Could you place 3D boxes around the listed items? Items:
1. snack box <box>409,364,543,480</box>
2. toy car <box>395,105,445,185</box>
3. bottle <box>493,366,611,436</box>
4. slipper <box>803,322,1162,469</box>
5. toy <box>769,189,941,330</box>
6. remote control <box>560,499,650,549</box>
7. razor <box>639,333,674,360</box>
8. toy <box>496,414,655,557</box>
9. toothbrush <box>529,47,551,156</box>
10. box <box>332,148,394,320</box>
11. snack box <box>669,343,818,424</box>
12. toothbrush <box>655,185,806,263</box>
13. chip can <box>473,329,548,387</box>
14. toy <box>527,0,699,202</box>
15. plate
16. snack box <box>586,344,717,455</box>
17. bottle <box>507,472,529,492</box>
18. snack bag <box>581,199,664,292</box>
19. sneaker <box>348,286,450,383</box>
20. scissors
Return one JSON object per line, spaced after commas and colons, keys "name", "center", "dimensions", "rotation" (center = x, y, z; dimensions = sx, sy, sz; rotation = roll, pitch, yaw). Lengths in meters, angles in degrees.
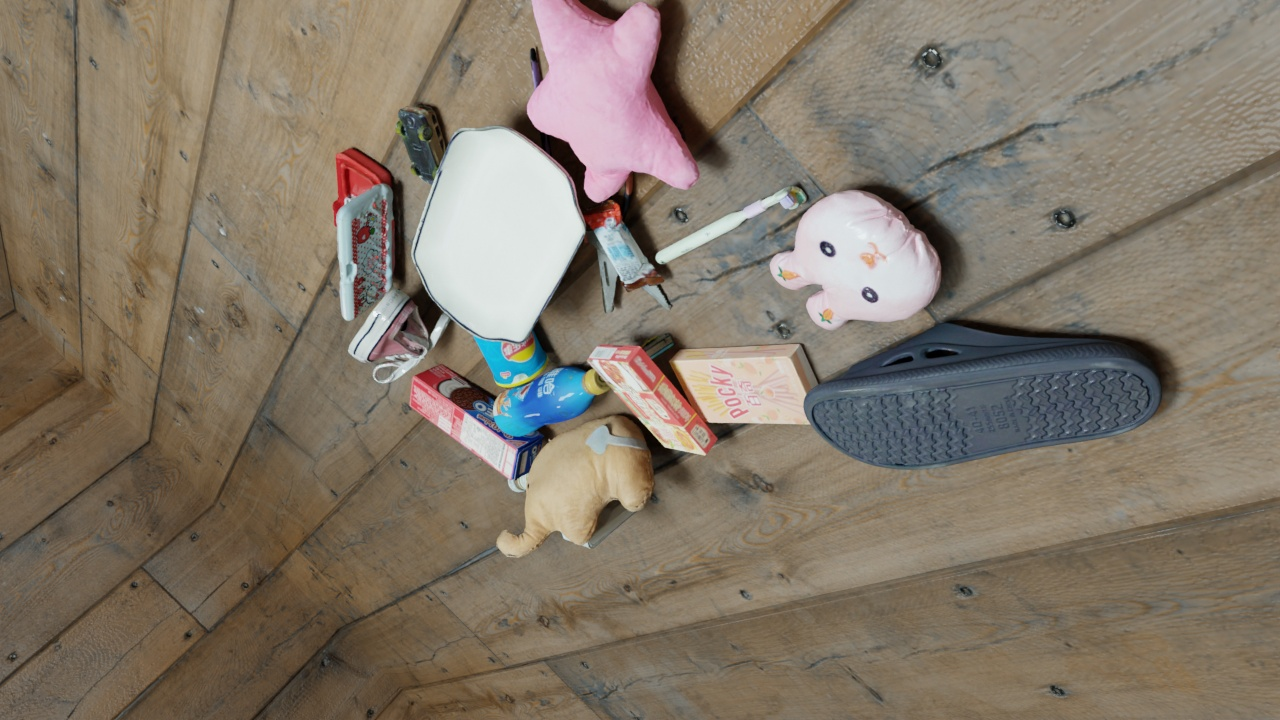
{"name": "snack box", "center": [-0.227, 0.084, 1.261], "dimensions": [0.207, 0.057, 0.058], "rotation": [32, 124, 25]}
{"name": "toy car", "center": [-0.231, -0.231, 0.991], "dimensions": [0.042, 0.035, 0.090], "rotation": [21, 139, 30]}
{"name": "bottle", "center": [-0.105, 0.046, 1.127], "dimensions": [0.219, 0.065, 0.065], "rotation": [-20, 112, 51]}
{"name": "slipper", "center": [0.271, 0.022, 0.752], "dimensions": [0.269, 0.083, 0.111], "rotation": [-10, 130, 28]}
{"name": "toy", "center": [0.172, -0.075, 0.759], "dimensions": [0.121, 0.054, 0.160], "rotation": [46, 152, -3]}
{"name": "remote control", "center": [-0.042, 0.195, 1.168], "dimensions": [0.049, 0.124, 0.024], "rotation": [8, 122, 41]}
{"name": "razor", "center": [-0.006, 0.006, 1.024], "dimensions": [0.028, 0.043, 0.133], "rotation": [50, 151, 5]}
{"name": "toy", "center": [-0.084, 0.155, 1.123], "dimensions": [0.226, 0.143, 0.082], "rotation": [-34, 140, 18]}
{"name": "toothbrush", "center": [-0.094, -0.214, 0.897], "dimensions": [0.017, 0.014, 0.189], "rotation": [17, 136, 23]}
{"name": "box", "center": [-0.360, -0.152, 1.139], "dimensions": [0.095, 0.100, 0.202], "rotation": [34, 142, 12]}
{"name": "snack box", "center": [0.109, 0.025, 0.938], "dimensions": [0.158, 0.026, 0.084], "rotation": [-3, 124, 44]}
{"name": "toothbrush", "center": [0.073, -0.119, 0.832], "dimensions": [0.190, 0.029, 0.020], "rotation": [-18, 71, 52]}
{"name": "chip can", "center": [-0.181, -0.072, 1.073], "dimensions": [0.071, 0.071, 0.210], "rotation": [5, 130, 41]}
{"name": "toy", "center": [-0.041, -0.228, 0.783], "dimensions": [0.179, 0.074, 0.195], "rotation": [5, 126, 39]}
{"name": "plate", "center": [-0.142, -0.125, 0.931], "dimensions": [0.162, 0.034, 0.267], "rotation": [38, 136, 3]}
{"name": "snack box", "center": [0.013, 0.042, 0.990], "dimensions": [0.075, 0.025, 0.153], "rotation": [6, 143, 52]}
{"name": "bottle", "center": [-0.115, 0.159, 1.258], "dimensions": [0.207, 0.059, 0.060], "rotation": [-14, 116, 49]}
{"name": "snack bag", "center": [-0.018, -0.110, 0.895], "dimensions": [0.045, 0.026, 0.105], "rotation": [-15, 125, 26]}
{"name": "sneaker", "center": [-0.322, -0.029, 1.216], "dimensions": [0.088, 0.118, 0.242], "rotation": [38, 159, -11]}
{"name": "scissors", "center": [-0.041, -0.135, 0.916], "dimensions": [0.225, 0.015, 0.190], "rotation": [39, 138, -8]}
